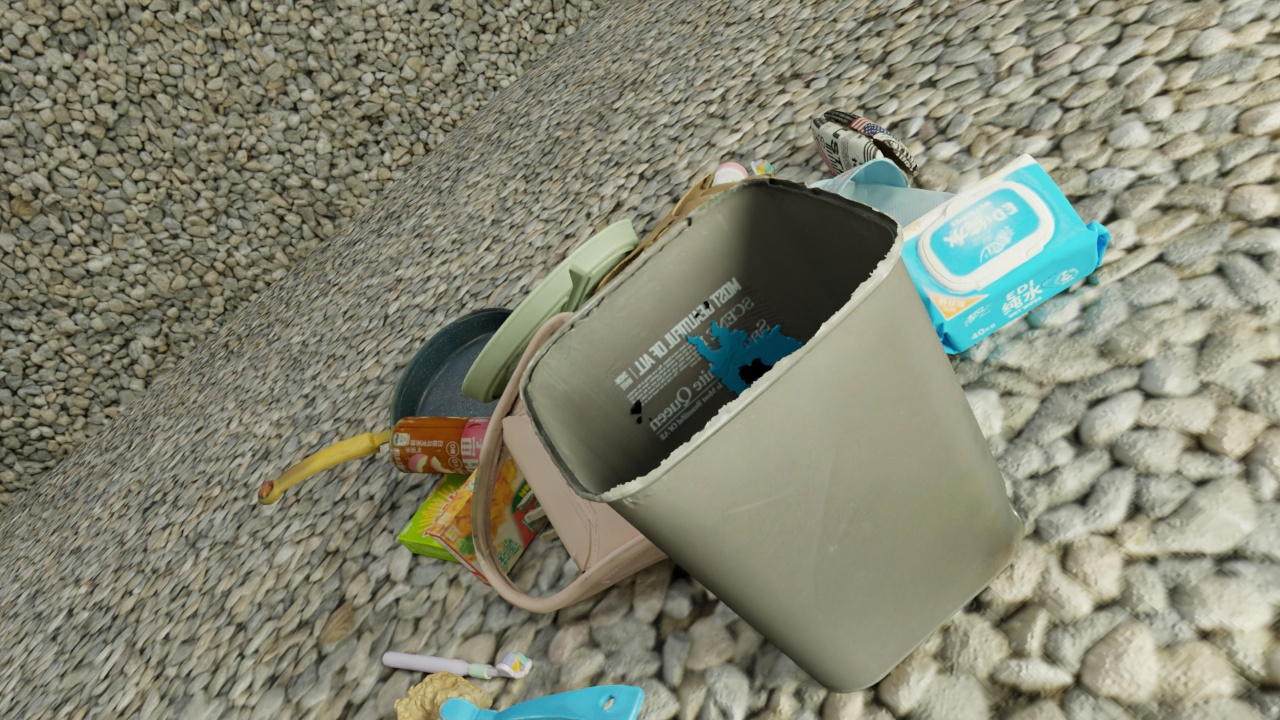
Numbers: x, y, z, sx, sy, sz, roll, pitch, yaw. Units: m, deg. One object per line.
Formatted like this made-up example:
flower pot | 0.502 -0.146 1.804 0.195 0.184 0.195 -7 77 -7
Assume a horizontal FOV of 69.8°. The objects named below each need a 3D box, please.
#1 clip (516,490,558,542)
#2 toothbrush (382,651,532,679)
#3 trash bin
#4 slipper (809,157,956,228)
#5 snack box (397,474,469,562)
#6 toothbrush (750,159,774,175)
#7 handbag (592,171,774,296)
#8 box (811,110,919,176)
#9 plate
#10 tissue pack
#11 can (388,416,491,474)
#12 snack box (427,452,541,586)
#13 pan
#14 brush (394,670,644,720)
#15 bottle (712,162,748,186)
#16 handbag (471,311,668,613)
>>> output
clip | -0.054 0.117 0.798 0.103 0.034 0.076 -32 25 -1
toothbrush | -0.157 0.245 0.745 0.190 0.029 0.021 -15 74 42
trash bin | 0.081 0.045 0.522 0.199 0.220 0.198 -41 28 -1
slipper | 0.201 -0.124 0.789 0.104 0.074 0.245 -46 29 -10
snack box | -0.170 0.154 0.894 0.157 0.026 0.085 -4 43 50
toothbrush | 0.135 -0.172 1.008 0.189 0.029 0.020 -82 6 -51
handbag | 0.045 -0.087 0.827 0.204 0.100 0.148 -47 24 -6
box | 0.225 -0.218 0.910 0.076 0.075 0.163 -32 25 5
plate | -0.081 -0.042 0.876 0.230 0.027 0.230 -47 -3 -4
tissue pack | 0.240 -0.073 0.642 0.140 0.063 0.090 -33 56 13
can | -0.174 0.085 0.913 0.147 0.058 0.057 -1 41 19
snack box | -0.113 0.116 0.821 0.027 0.077 0.155 -2 46 51
pan | -0.264 0.067 1.024 0.357 0.078 0.197 -36 43 4
brush | -0.094 0.244 0.626 0.255 0.046 0.083 -24 27 40
bottle | 0.084 -0.154 0.999 0.068 0.068 0.196 -23 28 30
handbag | -0.055 0.097 0.714 0.235 0.093 0.193 -47 60 21
